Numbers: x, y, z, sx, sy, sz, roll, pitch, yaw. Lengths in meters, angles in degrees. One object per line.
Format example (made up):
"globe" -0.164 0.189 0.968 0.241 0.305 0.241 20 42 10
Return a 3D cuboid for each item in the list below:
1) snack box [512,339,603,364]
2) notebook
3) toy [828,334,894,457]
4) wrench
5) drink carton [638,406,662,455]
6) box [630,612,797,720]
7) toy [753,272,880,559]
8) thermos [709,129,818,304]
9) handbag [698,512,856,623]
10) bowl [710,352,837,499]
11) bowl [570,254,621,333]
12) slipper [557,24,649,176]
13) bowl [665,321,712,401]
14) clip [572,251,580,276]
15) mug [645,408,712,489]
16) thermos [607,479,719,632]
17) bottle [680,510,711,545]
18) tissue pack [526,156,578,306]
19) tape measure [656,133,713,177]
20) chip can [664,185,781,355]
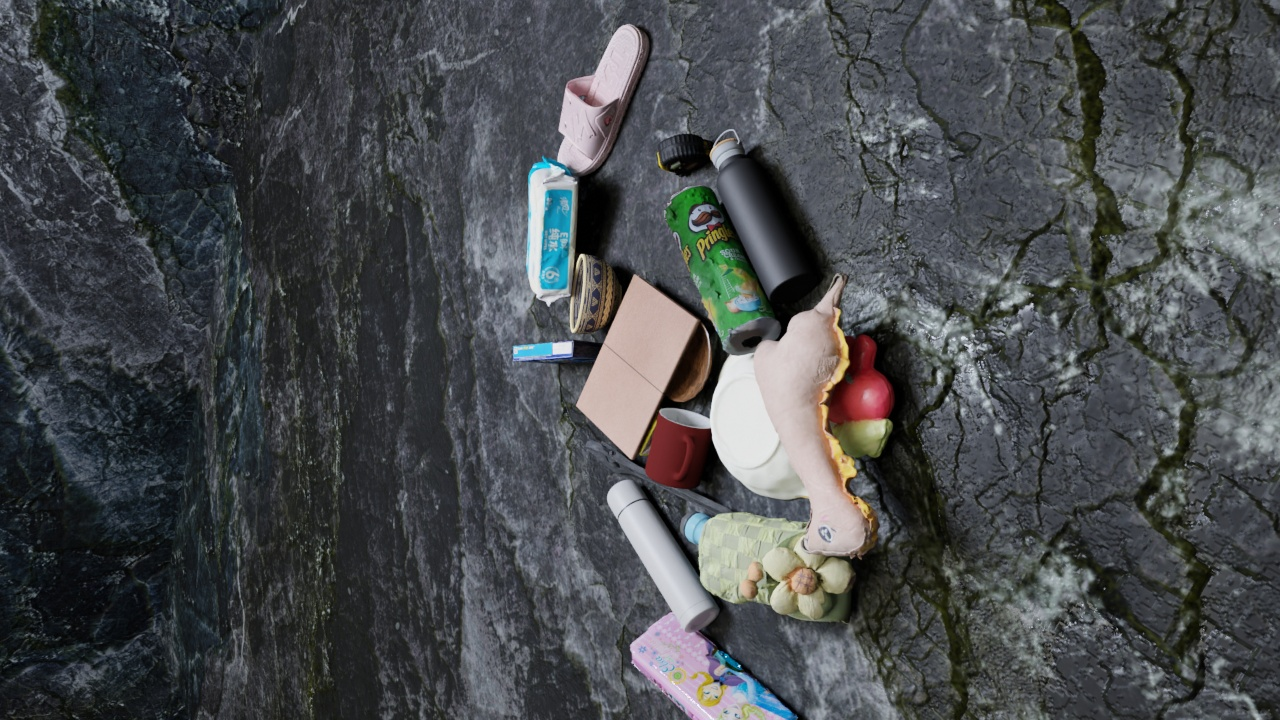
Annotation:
"snack box" -0.115 -0.011 1.359 0.150 0.082 0.027 -5 84 50
"notebook" -0.007 0.007 1.234 0.141 0.008 0.209 40 112 42
"toy" 0.233 0.038 0.982 0.092 0.045 0.135 -17 74 52
"wrench" 0.022 0.160 1.223 0.273 0.073 0.018 20 66 42
"drink carton" -0.011 0.070 1.267 0.134 0.042 0.059 43 115 41
"box" 0.089 0.421 1.132 0.230 0.085 0.097 28 142 46
"toy" 0.192 0.062 0.937 0.197 0.065 0.264 -52 44 38
"thermos" 0.136 -0.179 1.089 0.061 0.061 0.231 -43 58 39
"handbag" 0.146 0.230 1.007 0.187 0.116 0.113 1 94 24
"bowl" 0.142 0.071 1.077 0.219 0.060 0.189 52 126 36
"bowl" -0.061 -0.092 1.305 0.112 0.061 0.112 -175 91 -78
"slipper" -0.068 -0.374 1.330 0.094 0.064 0.240 53 125 36
"bowl" 0.062 -0.003 1.196 0.102 0.026 0.114 15 99 48
"clip" -0.088 -0.148 1.376 0.043 0.024 0.061 -54 48 34
"mug" 0.052 0.116 1.155 0.105 0.073 0.082 -112 34 -74
"thermos" 0.024 0.252 1.212 0.224 0.052 0.052 54 127 35
"bottle" 0.097 0.222 1.139 0.130 0.040 0.040 22 105 47
"tissue pack" -0.133 -0.187 1.357 0.117 0.066 0.210 -121 34 -63
"tape measure" 0.055 -0.265 1.184 0.067 0.062 0.038 -17 76 46
"chip can" 0.096 -0.109 1.106 0.076 0.075 0.223 -49 48 36
